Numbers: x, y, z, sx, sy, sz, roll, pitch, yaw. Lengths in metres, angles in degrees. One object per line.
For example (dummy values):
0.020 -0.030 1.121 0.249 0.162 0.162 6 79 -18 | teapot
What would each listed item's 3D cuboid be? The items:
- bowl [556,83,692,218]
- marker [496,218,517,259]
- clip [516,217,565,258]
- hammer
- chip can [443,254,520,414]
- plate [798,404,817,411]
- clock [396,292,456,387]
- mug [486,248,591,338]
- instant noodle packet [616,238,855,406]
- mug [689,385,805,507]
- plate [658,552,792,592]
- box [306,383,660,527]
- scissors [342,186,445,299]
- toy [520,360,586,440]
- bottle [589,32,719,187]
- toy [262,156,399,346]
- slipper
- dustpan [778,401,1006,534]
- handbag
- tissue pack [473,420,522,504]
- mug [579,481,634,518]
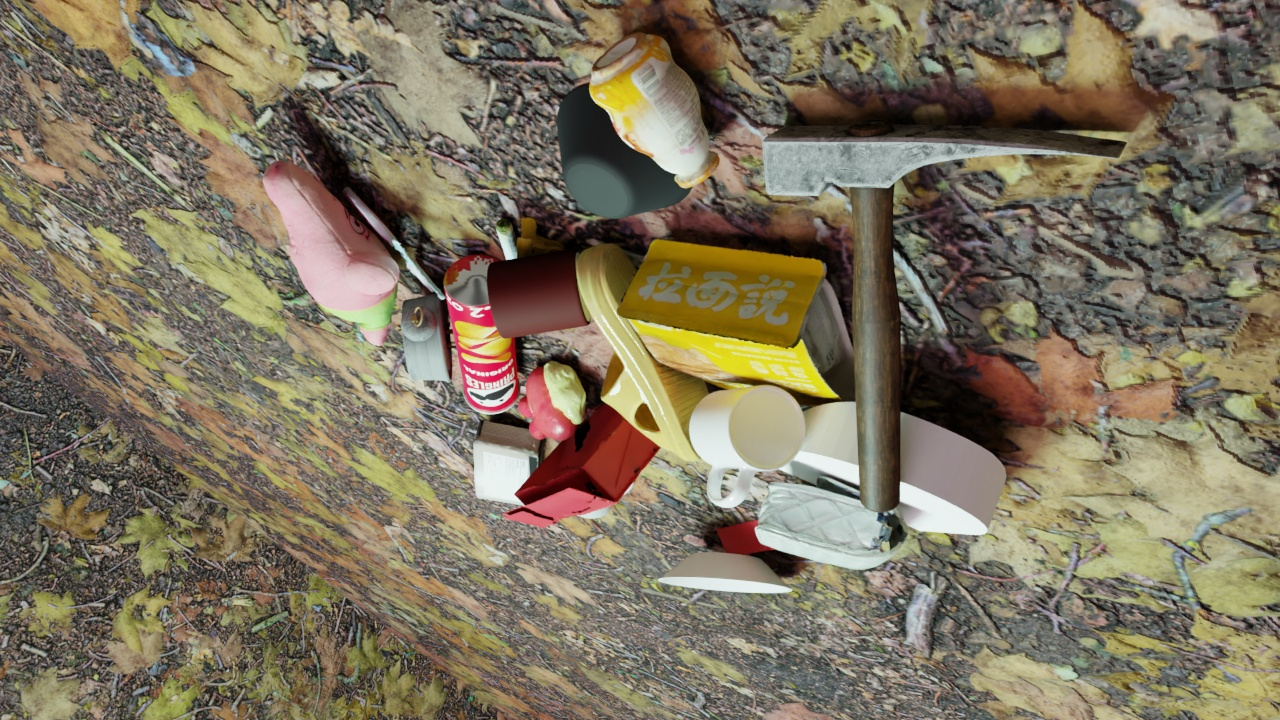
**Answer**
-0.023 -0.150 0.722 0.124 0.052 0.124 22 149 14 | bowl
-0.124 -0.088 0.937 0.017 0.017 0.147 18 147 19 | marker
-0.099 -0.108 0.880 0.046 0.048 0.054 48 153 19 | clip
0.201 -0.015 0.638 0.218 0.036 0.301 9 121 32 | hammer
-0.174 -0.023 1.025 0.069 0.069 0.221 24 149 10 | chip can
0.198 0.079 0.890 0.178 0.012 0.179 19 160 7 | plate
-0.238 -0.029 1.028 0.056 0.103 0.148 -6 165 -6 | clock
-0.092 -0.062 0.878 0.082 0.073 0.105 -9 178 6 | mug
0.101 -0.010 0.816 0.163 0.084 0.221 11 159 29 | instant noodle packet
0.089 0.078 0.824 0.073 0.110 0.091 21 169 -15 | mug
0.112 0.277 1.206 0.174 0.036 0.174 5 162 1 | plate
-0.159 0.089 1.003 0.374 0.148 0.213 13 159 -24 | box
-0.248 -0.112 0.964 0.170 0.013 0.176 43 170 21 | scissors
-0.105 0.052 1.081 0.135 0.045 0.091 -43 69 50 | toy
0.014 -0.173 0.646 0.063 0.063 0.108 -6 134 45 | bottle
-0.326 -0.120 0.975 0.192 0.096 0.237 35 157 33 | toy
-0.005 0.005 0.885 0.078 0.099 0.263 -15 127 21 | slipper
0.227 0.099 0.856 0.191 0.053 0.258 24 171 1 | dustpan
0.192 0.164 0.924 0.139 0.072 0.195 13 168 12 | handbag
-0.190 0.140 1.301 0.104 0.071 0.182 12 151 1 | tissue pack
-0.056 0.171 1.230 0.107 0.071 0.089 -14 144 14 | mug
